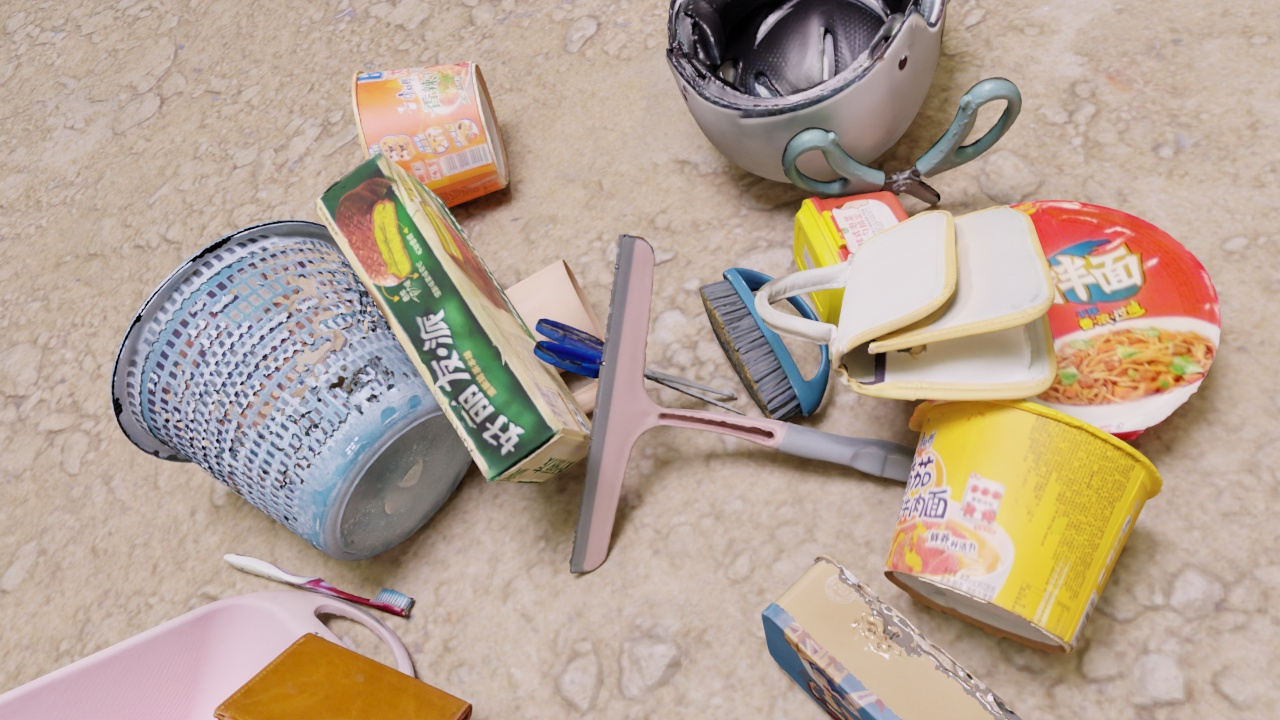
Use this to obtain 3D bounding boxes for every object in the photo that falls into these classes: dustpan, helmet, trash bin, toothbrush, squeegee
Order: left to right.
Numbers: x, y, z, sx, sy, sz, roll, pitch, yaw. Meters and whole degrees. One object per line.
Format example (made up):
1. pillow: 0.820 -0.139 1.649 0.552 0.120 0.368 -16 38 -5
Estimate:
1. dustpan: -0.287 0.235 0.578 0.223 0.273 0.139 27 95 29
2. toothbrush: -0.257 0.172 0.722 0.188 0.016 0.017 8 53 24
3. trash bin: -0.239 0.038 0.700 0.195 0.227 0.226 36 75 21
4. squeegee: 0.090 0.054 0.631 0.249 0.248 0.040 11 17 3
5. helmet: 0.145 -0.249 0.768 0.230 0.157 0.273 -5 46 19

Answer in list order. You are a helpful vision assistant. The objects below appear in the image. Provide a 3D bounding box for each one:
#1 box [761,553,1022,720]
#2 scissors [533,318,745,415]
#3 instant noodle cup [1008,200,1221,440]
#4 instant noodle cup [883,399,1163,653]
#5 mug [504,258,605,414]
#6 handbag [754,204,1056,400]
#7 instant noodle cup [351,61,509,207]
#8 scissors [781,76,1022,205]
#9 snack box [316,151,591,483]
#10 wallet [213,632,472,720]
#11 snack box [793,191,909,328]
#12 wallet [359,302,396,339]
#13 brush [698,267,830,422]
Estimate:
1. box: 0.151 0.196 0.514 0.059 0.090 0.184 -38 52 -15
2. scissors: -0.006 0.007 0.664 0.165 0.156 0.012 28 105 24
3. instant noodle cup: 0.276 -0.016 0.623 0.194 0.066 0.193 -10 54 13
4. instant noodle cup: 0.213 0.098 0.536 0.138 0.138 0.109 19 75 29
5. mug: -0.080 -0.005 0.744 0.103 0.084 0.124 -27 77 3
6. handbag: 0.154 -0.039 0.564 0.179 0.063 0.163 -4 27 19
7. instant noodle cup: -0.195 -0.213 0.879 0.111 0.151 0.151 -13 54 1
8. scissors: 0.181 -0.152 0.674 0.179 0.171 0.019 0 67 -19
9. snack box: -0.126 -0.026 0.653 0.063 0.114 0.240 -36 78 4
10. wallet: -0.190 0.229 0.570 0.131 0.035 0.118 18 27 16
11. snack box: 0.167 -0.080 0.697 0.080 0.082 0.091 -15 57 -2
12. wallet: -0.204 -0.034 0.836 0.115 0.024 0.087 14 59 27
13. brush: 0.099 -0.018 0.693 0.073 0.055 0.143 -27 53 3
